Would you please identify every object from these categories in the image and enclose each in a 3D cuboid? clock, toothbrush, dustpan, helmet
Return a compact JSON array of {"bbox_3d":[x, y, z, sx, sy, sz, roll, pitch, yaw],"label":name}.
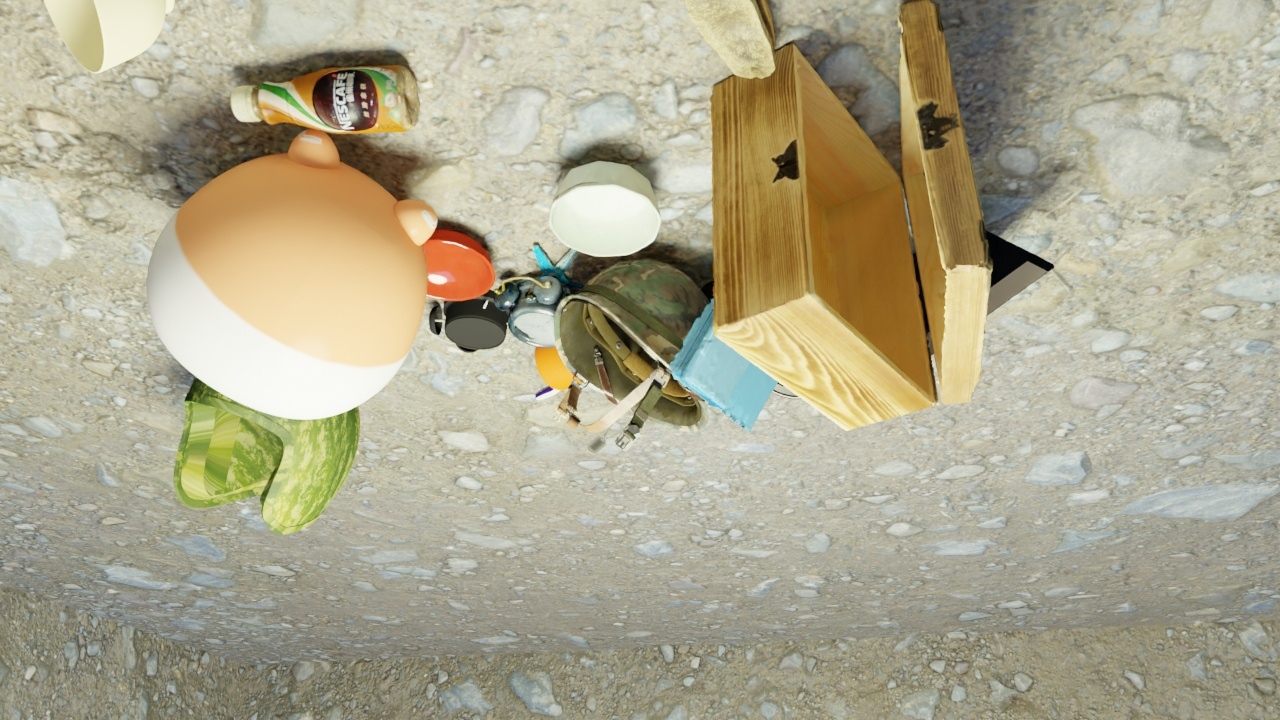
[{"bbox_3d":[-0.126,-0.066,1.131,0.090,0.052,0.129,-7,143,20],"label":"clock"},{"bbox_3d":[-0.096,0.026,1.342,0.015,0.016,0.187,26,142,-35],"label":"toothbrush"},{"bbox_3d":[0.292,-0.047,1.015,0.236,0.273,0.080,-37,117,4],"label":"dustpan"},{"bbox_3d":[-0.501,0.091,1.257,0.213,0.247,0.242,11,-165,24],"label":"helmet"},{"bbox_3d":[-0.005,0.005,1.070,0.193,0.235,0.224,-8,117,55],"label":"helmet"},{"bbox_3d":[-0.222,-0.048,1.193,0.121,0.042,0.091,-17,145,29],"label":"clock"}]

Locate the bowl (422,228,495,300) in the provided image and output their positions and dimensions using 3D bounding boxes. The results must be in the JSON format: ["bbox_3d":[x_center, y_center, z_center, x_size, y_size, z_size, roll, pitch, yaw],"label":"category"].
[{"bbox_3d":[-0.231,-0.118,1.081,0.122,0.035,0.122,1,150,1],"label":"bowl"}]

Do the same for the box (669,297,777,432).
[{"bbox_3d":[0.139,-0.047,1.023,0.033,0.231,0.174,24,172,42],"label":"box"}]

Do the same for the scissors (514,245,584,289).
[{"bbox_3d":[-0.098,-0.100,1.131,0.127,0.012,0.138,18,145,-24],"label":"scissors"}]

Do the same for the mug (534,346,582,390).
[{"bbox_3d":[-0.069,-0.010,1.231,0.096,0.077,0.112,-21,167,33],"label":"mug"}]

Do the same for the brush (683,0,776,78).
[{"bbox_3d":[0.062,-0.301,0.741,0.059,0.043,0.195,-15,145,25],"label":"brush"}]

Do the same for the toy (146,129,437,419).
[{"bbox_3d":[-0.345,-0.086,0.941,0.262,0.265,0.281,34,110,-21],"label":"toy"}]

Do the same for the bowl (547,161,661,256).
[{"bbox_3d":[-0.037,-0.167,0.961,0.117,0.061,0.118,1,150,0],"label":"bowl"}]

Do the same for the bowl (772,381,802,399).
[{"bbox_3d":[0.190,-0.014,1.196,0.120,0.066,0.120,31,153,18],"label":"bowl"}]

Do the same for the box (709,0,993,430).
[{"bbox_3d":[0.219,-0.116,0.823,0.221,0.278,0.258,-21,144,32],"label":"box"}]

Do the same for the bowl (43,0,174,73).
[{"bbox_3d":[-0.421,-0.298,0.733,0.073,0.118,0.118,-30,172,-38],"label":"bowl"}]

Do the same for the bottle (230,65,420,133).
[{"bbox_3d":[-0.293,-0.240,0.850,0.167,0.059,0.059,0,150,4],"label":"bottle"}]

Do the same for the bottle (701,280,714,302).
[{"bbox_3d":[0.086,-0.035,1.198,0.045,0.045,0.185,4,150,-5],"label":"bottle"}]
